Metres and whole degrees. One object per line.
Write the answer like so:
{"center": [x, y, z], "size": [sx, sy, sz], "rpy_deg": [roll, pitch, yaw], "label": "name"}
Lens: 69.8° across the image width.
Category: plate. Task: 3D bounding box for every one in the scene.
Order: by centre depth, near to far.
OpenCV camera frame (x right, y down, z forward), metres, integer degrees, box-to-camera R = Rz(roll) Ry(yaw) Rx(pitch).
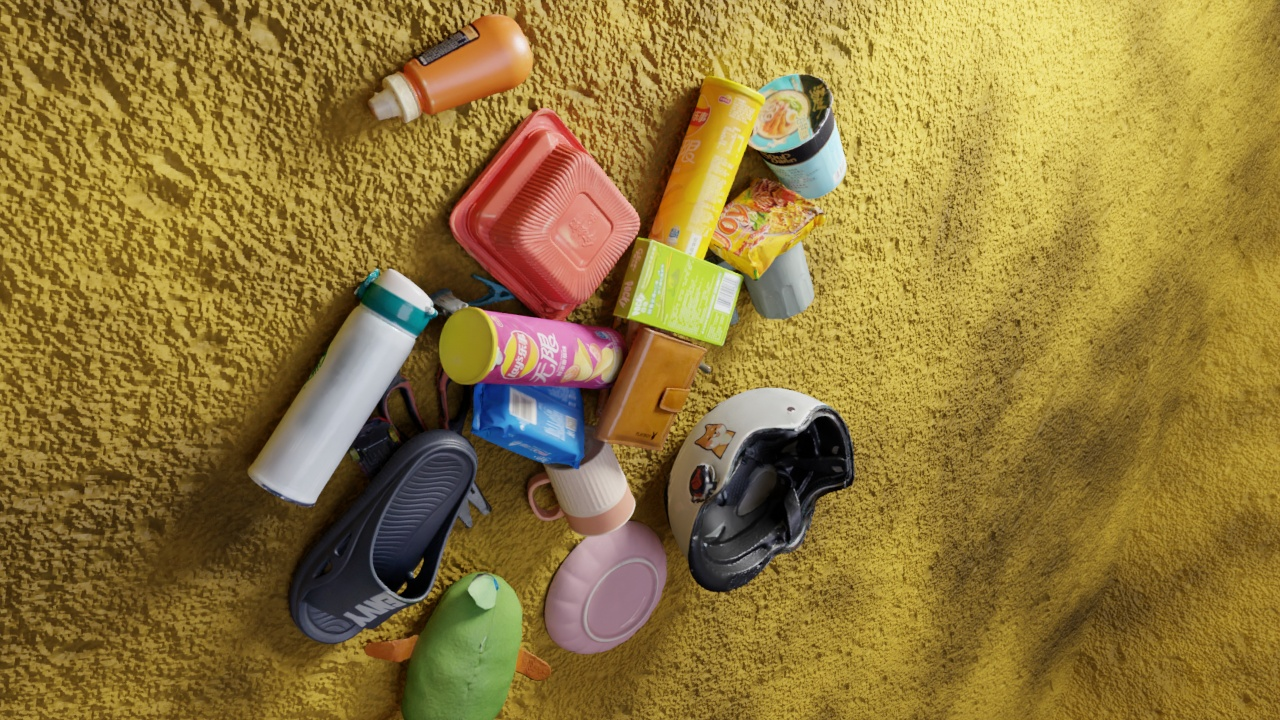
{"center": [-0.034, 0.303, 1.192], "size": [0.192, 0.039, 0.193], "rpy_deg": [-18, 121, -34], "label": "plate"}

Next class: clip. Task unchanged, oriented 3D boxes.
{"center": [-0.183, -0.052, 0.888], "size": [0.026, 0.058, 0.042], "rpy_deg": [-27, 124, -23], "label": "clip"}
{"center": [-0.151, -0.069, 0.938], "size": [0.054, 0.013, 0.033], "rpy_deg": [4, 107, -40], "label": "clip"}

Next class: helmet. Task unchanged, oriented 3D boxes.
{"center": [0.131, 0.144, 1.180], "size": [0.274, 0.157, 0.230], "rpy_deg": [-50, 136, 4], "label": "helmet"}

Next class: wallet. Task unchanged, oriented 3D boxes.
{"center": [0.015, 0.034, 1.008], "size": [0.119, 0.035, 0.131], "rpy_deg": [16, 101, -45], "label": "wallet"}

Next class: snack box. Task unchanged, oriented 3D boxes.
{"center": [0.044, -0.071, 0.989], "size": [0.156, 0.026, 0.086], "rpy_deg": [13, 94, -45], "label": "snack box"}
{"center": [-0.006, 0.006, 1.051], "size": [0.026, 0.075, 0.154], "rpy_deg": [-4, 112, -44], "label": "snack box"}

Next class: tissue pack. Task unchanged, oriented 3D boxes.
{"center": [-0.118, 0.054, 0.974], "size": [0.157, 0.052, 0.094], "rpy_deg": [29, 50, -43], "label": "tissue pack"}

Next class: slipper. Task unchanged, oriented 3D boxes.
{"center": [-0.249, 0.190, 0.906], "size": [0.110, 0.083, 0.268], "rpy_deg": [28, 103, -42], "label": "slipper"}

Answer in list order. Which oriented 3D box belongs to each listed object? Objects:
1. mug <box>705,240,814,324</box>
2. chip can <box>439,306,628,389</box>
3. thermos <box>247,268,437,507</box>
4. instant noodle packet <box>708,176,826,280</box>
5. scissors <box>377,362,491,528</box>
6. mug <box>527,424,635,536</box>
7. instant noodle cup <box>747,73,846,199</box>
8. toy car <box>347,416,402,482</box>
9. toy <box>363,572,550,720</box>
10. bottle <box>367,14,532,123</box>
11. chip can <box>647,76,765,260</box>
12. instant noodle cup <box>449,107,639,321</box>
{"center": [0.148, -0.105, 1.139], "size": [0.124, 0.083, 0.103], "rpy_deg": [-25, 130, 3], "label": "mug"}
{"center": [-0.100, -0.009, 0.919], "size": [0.210, 0.071, 0.071], "rpy_deg": [5, 107, -55], "label": "chip can"}
{"center": [-0.272, 0.021, 0.843], "size": [0.073, 0.073, 0.224], "rpy_deg": [35, 85, -44], "label": "thermos"}
{"center": [0.135, -0.156, 1.072], "size": [0.128, 0.111, 0.044], "rpy_deg": [-41, 145, -19], "label": "instant noodle packet"}
{"center": [-0.199, 0.085, 0.967], "size": [0.201, 0.015, 0.206], "rpy_deg": [21, 95, -44], "label": "scissors"}
{"center": [-0.075, 0.143, 1.064], "size": [0.114, 0.081, 0.106], "rpy_deg": [-18, 124, 1], "label": "mug"}
{"center": [0.188, -0.256, 1.085], "size": [0.111, 0.111, 0.120], "rpy_deg": [-54, 142, -7], "label": "instant noodle cup"}
{"center": [-0.255, 0.096, 0.910], "size": [0.049, 0.031, 0.106], "rpy_deg": [-29, 135, -13], "label": "toy car"}
{"center": [-0.203, 0.349, 1.037], "size": [0.226, 0.090, 0.247], "rpy_deg": [18, 94, -33], "label": "toy"}
{"center": [-0.170, -0.250, 0.808], "size": [0.149, 0.067, 0.067], "rpy_deg": [-31, 127, -17], "label": "bottle"}
{"center": [0.069, -0.201, 1.021], "size": [0.072, 0.072, 0.213], "rpy_deg": [12, 101, -43], "label": "chip can"}
{"center": [-0.079, -0.134, 0.922], "size": [0.164, 0.079, 0.189], "rpy_deg": [-55, 133, -10], "label": "instant noodle cup"}
